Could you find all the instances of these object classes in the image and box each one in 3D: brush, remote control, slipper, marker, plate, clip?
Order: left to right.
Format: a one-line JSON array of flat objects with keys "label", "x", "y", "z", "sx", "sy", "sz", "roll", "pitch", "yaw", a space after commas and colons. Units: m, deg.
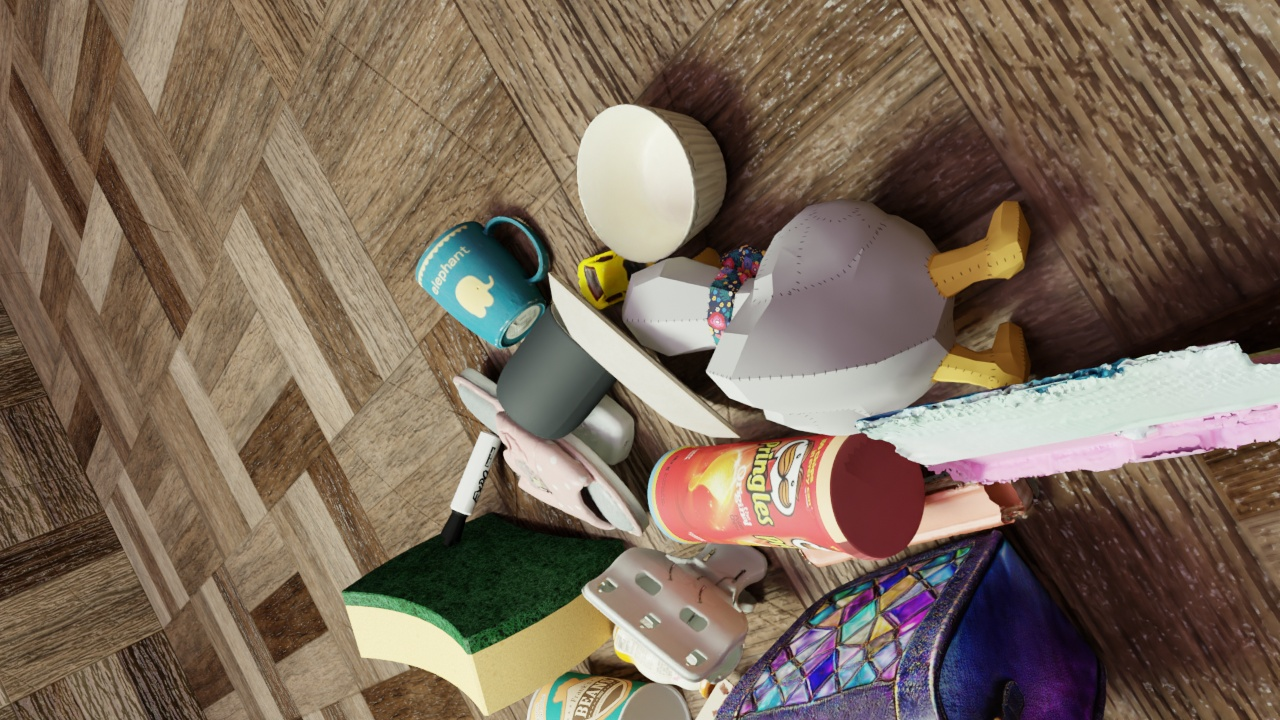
[{"label": "marker", "x": -0.182, "y": 0.137, "z": 0.977, "sx": 0.025, "sy": 0.025, "sz": 0.125, "roll": 14, "pitch": 78, "yaw": 41}, {"label": "brush", "x": -0.151, "y": 0.240, "z": 0.919, "sx": 0.251, "sy": 0.194, "sz": 0.075, "roll": 1, "pitch": 108, "yaw": 44}, {"label": "slipper", "x": -0.098, "y": 0.092, "z": 0.877, "sx": 0.274, "sy": 0.054, "sz": 0.114, "roll": 32, "pitch": 157, "yaw": 37}, {"label": "remote control", "x": -0.054, "y": 0.052, "z": 0.862, "sx": 0.114, "sy": 0.028, "sz": 0.060, "roll": 30, "pitch": 127, "yaw": 32}, {"label": "plate", "x": -0.004, "y": 0.004, "z": 0.696, "sx": 0.189, "sy": 0.188, "sz": 0.027, "roll": 41, "pitch": 91, "yaw": 24}, {"label": "clip", "x": 0.040, "y": 0.201, "z": 0.754, "sx": 0.125, "sy": 0.147, "sz": 0.082, "roll": 34, "pitch": 121, "yaw": 30}]

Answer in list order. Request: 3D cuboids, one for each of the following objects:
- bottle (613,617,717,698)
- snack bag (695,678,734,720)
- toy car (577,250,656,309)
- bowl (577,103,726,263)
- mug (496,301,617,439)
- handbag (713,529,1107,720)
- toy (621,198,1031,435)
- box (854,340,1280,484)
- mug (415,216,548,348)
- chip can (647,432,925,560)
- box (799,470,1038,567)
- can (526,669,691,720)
[{"label": "bottle", "x": 0.028, "y": 0.270, "z": 0.853, "sx": 0.108, "sy": 0.063, "sz": 0.063, "roll": 25, "pitch": 124, "yaw": 34}, {"label": "snack bag", "x": 0.086, "y": 0.385, "z": 0.842, "sx": 0.094, "sy": 0.069, "sz": 0.207, "roll": 35, "pitch": 129, "yaw": 29}, {"label": "toy car", "x": -0.019, "y": -0.072, "z": 0.773, "sx": 0.107, "sy": 0.030, "sz": 0.049, "roll": -16, "pitch": 97, "yaw": 48}, {"label": "bowl", "x": 0.014, "y": -0.136, "z": 0.687, "sx": 0.115, "sy": 0.062, "sz": 0.115, "roll": 20, "pitch": 121, "yaw": 37}, {"label": "mug", "x": -0.072, "y": 0.002, "z": 0.812, "sx": 0.095, "sy": 0.085, "sz": 0.121, "roll": -51, "pitch": 24, "yaw": 19}, {"label": "handbag", "x": 0.160, "y": 0.230, "z": 0.581, "sx": 0.125, "sy": 0.221, "sz": 0.205, "roll": 53, "pitch": 138, "yaw": 2}, {"label": "toy", "x": 0.099, "y": -0.027, "z": 0.573, "sx": 0.268, "sy": 0.246, "sz": 0.141, "roll": -1, "pitch": 107, "yaw": 22}, {"label": "box", "x": 0.241, "y": 0.025, "z": 0.457, "sx": 0.231, "sy": 0.159, "sz": 0.035, "roll": -18, "pitch": 65, "yaw": 41}, {"label": "mug", "x": -0.135, "y": -0.078, "z": 0.857, "sx": 0.104, "sy": 0.084, "sz": 0.112, "roll": 44, "pitch": 105, "yaw": 13}, {"label": "chip can", "x": 0.095, "y": 0.096, "z": 0.668, "sx": 0.214, "sy": 0.086, "sz": 0.087, "roll": -14, "pitch": 97, "yaw": 58}, {"label": "box", "x": 0.185, "y": 0.111, "z": 0.643, "sx": 0.187, "sy": 0.053, "sz": 0.058, "roll": -31, "pitch": 53, "yaw": 46}, {"label": "can", "x": -0.033, "y": 0.372, "z": 0.932, "sx": 0.144, "sy": 0.099, "sz": 0.099, "roll": -13, "pitch": 98, "yaw": 47}]
